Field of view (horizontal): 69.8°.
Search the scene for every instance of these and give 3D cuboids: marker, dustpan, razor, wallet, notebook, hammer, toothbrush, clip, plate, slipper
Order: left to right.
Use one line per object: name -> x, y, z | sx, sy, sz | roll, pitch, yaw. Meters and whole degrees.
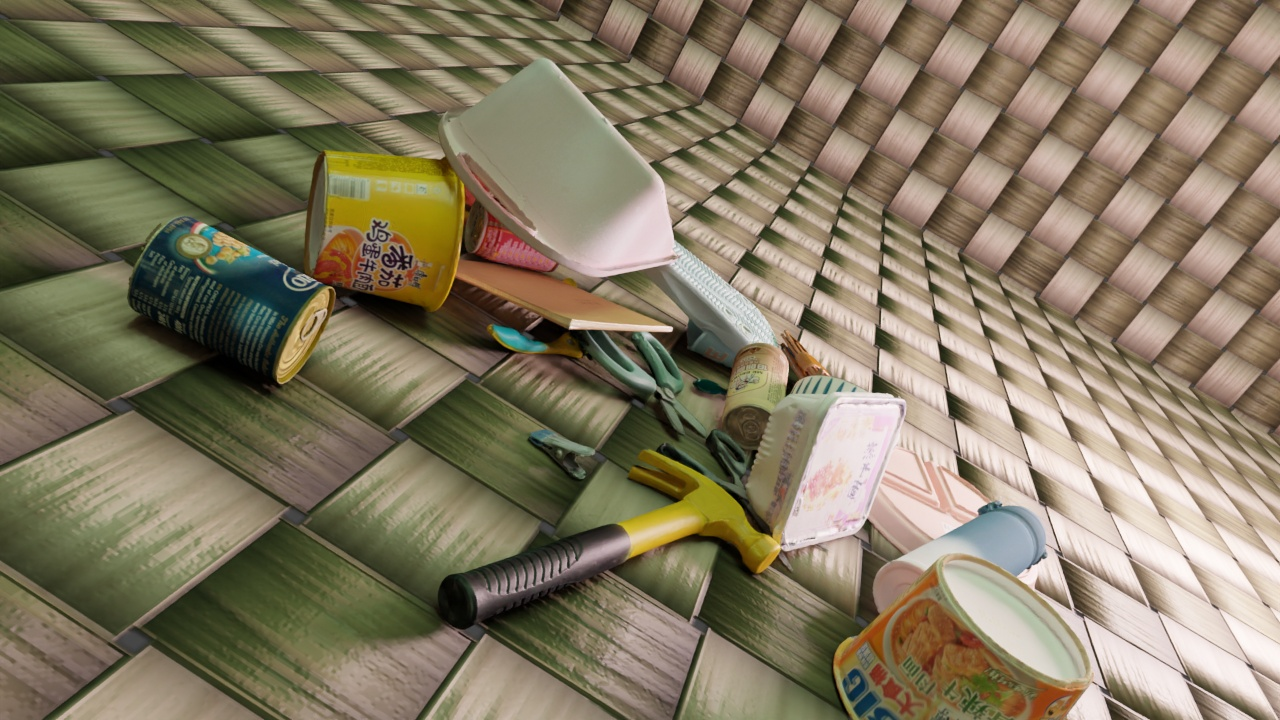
razor -> -0.095, -0.019, 0.850 | 0.132, 0.028, 0.043 | 6, 44, -54
notebook -> -0.093, -0.065, 0.896 | 0.212, 0.012, 0.149 | 24, 15, 36
dustpan -> -0.082, -0.162, 0.873 | 0.222, 0.138, 0.273 | 47, -5, 8
clip -> -0.062, 0.069, 0.724 | 0.056, 0.027, 0.024 | 31, 20, 28
marker -> -0.077, -0.055, 0.967 | 0.018, 0.015, 0.124 | 22, 27, -15
hammer -> -0.018, 0.127, 0.639 | 0.129, 0.033, 0.300 | 41, 25, 26
slipper -> 0.072, -0.051, 1.048 | 0.245, 0.074, 0.103 | 39, 25, -22
toothbrush -> 0.135, 0.049, 1.000 | 0.191, 0.016, 0.018 | 18, -9, -28
wallet -> 0.207, 0.029, 1.061 | 0.119, 0.035, 0.130 | 49, 10, -36
plate -> 0.317, 0.162, 0.963 | 0.229, 0.028, 0.229 | 25, 24, -12

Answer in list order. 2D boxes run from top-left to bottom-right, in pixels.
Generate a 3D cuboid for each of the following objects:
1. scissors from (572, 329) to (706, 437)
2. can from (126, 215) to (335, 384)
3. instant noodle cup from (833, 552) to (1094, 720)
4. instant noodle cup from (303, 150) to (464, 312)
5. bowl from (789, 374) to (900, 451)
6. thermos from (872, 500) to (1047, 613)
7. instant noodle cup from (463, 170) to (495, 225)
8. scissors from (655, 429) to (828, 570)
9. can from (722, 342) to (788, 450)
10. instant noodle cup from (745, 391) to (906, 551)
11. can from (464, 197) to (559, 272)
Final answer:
scissors -> -0.006, 0.005, 0.892 | 0.180, 0.019, 0.170 | 31, 23, -33
can -> -0.279, -0.042, 0.628 | 0.111, 0.075, 0.075 | 27, 23, -4
instant noodle cup -> 0.229, 0.216, 0.643 | 0.151, 0.112, 0.151 | 24, 24, -12
instant noodle cup -> -0.223, -0.115, 0.782 | 0.109, 0.138, 0.138 | 5, 32, -27
bowl -> 0.190, 0.076, 0.912 | 0.116, 0.117, 0.066 | 33, 64, 7
thermos -> 0.289, 0.177, 0.810 | 0.219, 0.070, 0.070 | -11, 45, -44
instant noodle cup -> -0.147, -0.197, 1.034 | 0.137, 0.138, 0.108 | 15, 19, -31
scissors -> 0.091, 0.118, 0.815 | 0.181, 0.014, 0.159 | 30, 25, -7
can -> 0.117, 0.034, 0.928 | 0.058, 0.059, 0.116 | 27, 35, -5
instant noodle cup -> 0.157, 0.085, 0.799 | 0.060, 0.138, 0.173 | 24, 12, 34
can -> -0.131, -0.133, 0.967 | 0.093, 0.067, 0.066 | 9, 30, -29
